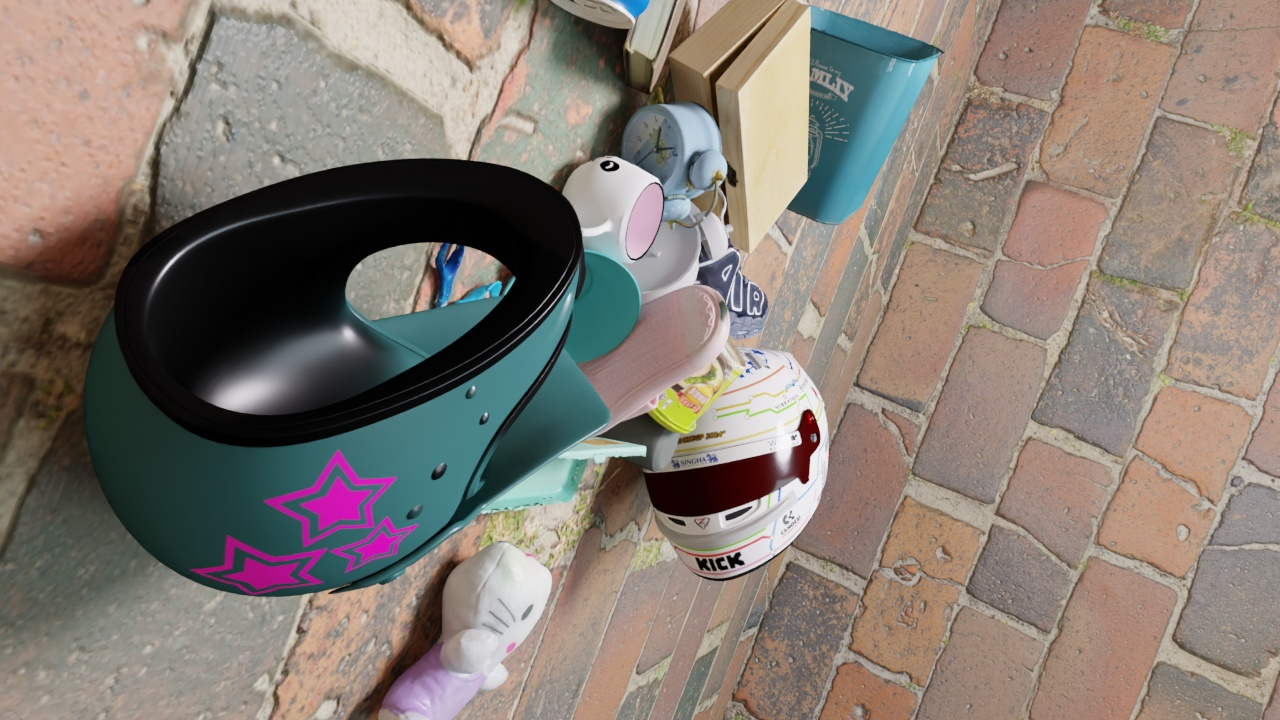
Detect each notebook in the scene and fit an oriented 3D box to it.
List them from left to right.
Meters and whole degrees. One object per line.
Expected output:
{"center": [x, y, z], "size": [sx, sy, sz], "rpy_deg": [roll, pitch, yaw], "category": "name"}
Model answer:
{"center": [0.033, -0.339, 0.774], "size": [0.190, 0.034, 0.215], "rpy_deg": [-88, -163, -83], "category": "notebook"}

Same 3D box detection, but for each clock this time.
{"center": [0.018, -0.119, 0.886], "size": [0.159, 0.120, 0.061], "rpy_deg": [-53, 162, -11], "category": "clock"}
{"center": [0.032, -0.179, 0.832], "size": [0.051, 0.124, 0.089], "rpy_deg": [-12, 160, -44], "category": "clock"}

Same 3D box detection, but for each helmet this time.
{"center": [-0.137, 0.015, 0.491], "size": [0.274, 0.176, 0.201], "rpy_deg": [-26, 156, -28], "category": "helmet"}
{"center": [0.117, 0.102, 1.177], "size": [0.313, 0.232, 0.236], "rpy_deg": [-41, 114, -58], "category": "helmet"}

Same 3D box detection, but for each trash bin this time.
{"center": [0.237, -0.309, 1.156], "size": [0.198, 0.197, 0.219], "rpy_deg": [-36, 148, -54], "category": "trash bin"}

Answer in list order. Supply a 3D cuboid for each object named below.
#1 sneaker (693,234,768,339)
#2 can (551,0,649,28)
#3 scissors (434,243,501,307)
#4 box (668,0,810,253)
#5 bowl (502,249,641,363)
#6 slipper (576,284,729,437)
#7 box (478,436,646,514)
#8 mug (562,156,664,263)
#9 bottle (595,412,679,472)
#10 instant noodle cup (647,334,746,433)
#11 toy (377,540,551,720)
{"center": [0.092, -0.107, 1.112], "size": [0.252, 0.097, 0.151], "rpy_deg": [-12, 119, -60], "category": "sneaker"}
{"center": [-0.013, -0.322, 0.654], "size": [0.078, 0.079, 0.146], "rpy_deg": [4, 106, -69], "category": "can"}
{"center": [-0.148, -0.045, 0.688], "size": [0.127, 0.014, 0.127], "rpy_deg": [-42, 150, -40], "category": "scissors"}
{"center": [0.113, -0.234, 0.930], "size": [0.128, 0.092, 0.249], "rpy_deg": [-42, 154, -15], "category": "box"}
{"center": [-0.063, -0.058, 0.798], "size": [0.046, 0.121, 0.121], "rpy_deg": [-106, -166, -48], "category": "bowl"}
{"center": [-0.005, 0.005, 0.837], "size": [0.055, 0.222, 0.106], "rpy_deg": [22, 51, -41], "category": "slipper"}
{"center": [-0.085, 0.107, 0.853], "size": [0.187, 0.113, 0.078], "rpy_deg": [5, 85, -62], "category": "box"}
{"center": [-0.036, -0.127, 0.790], "size": [0.123, 0.076, 0.090], "rpy_deg": [-35, 141, -56], "category": "mug"}
{"center": [-0.017, 0.075, 0.989], "size": [0.060, 0.108, 0.060], "rpy_deg": [-51, 153, -39], "category": "bottle"}
{"center": [0.037, -0.007, 0.945], "size": [0.098, 0.146, 0.146], "rpy_deg": [-39, 164, 14], "category": "instant noodle cup"}
{"center": [-0.161, 0.264, 0.851], "size": [0.208, 0.085, 0.138], "rpy_deg": [-57, 159, -25], "category": "toy"}
